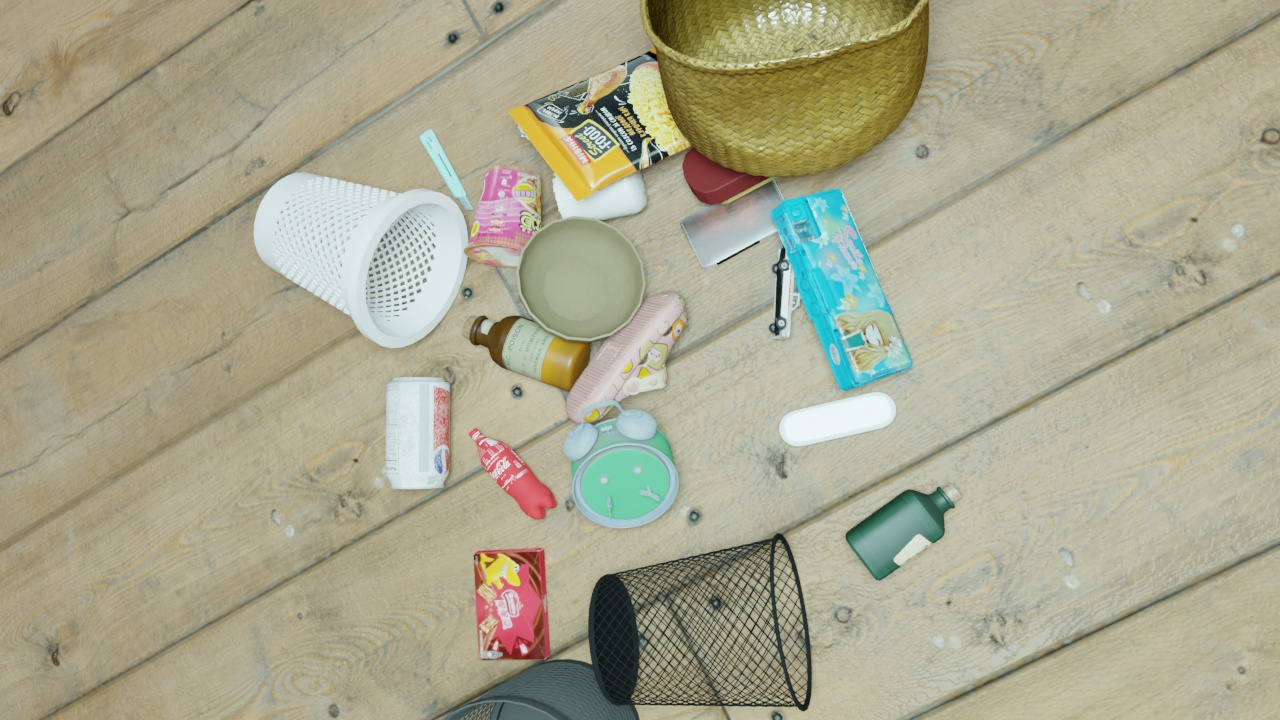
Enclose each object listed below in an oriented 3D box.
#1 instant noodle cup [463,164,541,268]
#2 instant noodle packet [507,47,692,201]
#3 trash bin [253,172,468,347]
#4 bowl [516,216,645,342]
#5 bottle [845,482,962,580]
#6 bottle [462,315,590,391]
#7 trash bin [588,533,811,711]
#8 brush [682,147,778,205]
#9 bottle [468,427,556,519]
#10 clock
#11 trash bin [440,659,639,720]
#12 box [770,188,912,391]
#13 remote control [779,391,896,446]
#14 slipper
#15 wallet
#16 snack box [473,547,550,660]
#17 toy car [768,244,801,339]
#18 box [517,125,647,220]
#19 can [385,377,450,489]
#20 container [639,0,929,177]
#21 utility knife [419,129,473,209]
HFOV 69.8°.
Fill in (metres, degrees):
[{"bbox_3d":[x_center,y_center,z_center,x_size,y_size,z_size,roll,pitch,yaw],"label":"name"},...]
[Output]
[{"bbox_3d":[-0.164,-0.179,1.137,0.098,0.097,0.108,3,80,12],"label":"instant noodle cup"},{"bbox_3d":[-0.022,-0.286,1.089,0.220,0.032,0.160,-29,66,-17],"label":"instant noodle packet"},{"bbox_3d":[-0.354,-0.141,1.135,0.200,0.195,0.195,22,91,22],"label":"trash bin"},{"bbox_3d":[-0.074,-0.092,1.096,0.152,0.050,0.152,2,78,-11],"label":"bowl"},{"bbox_3d":[0.299,0.183,1.026,0.131,0.061,0.061,-38,82,7],"label":"bottle"},{"bbox_3d":[-0.145,-0.018,1.131,0.157,0.068,0.068,19,90,13],"label":"bottle"},{"bbox_3d":[0.066,0.297,1.017,0.210,0.184,0.184,-11,84,17],"label":"trash bin"},{"bbox_3d":[0.137,-0.244,1.086,0.173,0.042,0.082,-27,53,9],"label":"brush"},{"bbox_3d":[-0.162,0.138,1.138,0.141,0.042,0.042,45,96,11],"label":"bottle"},{"bbox_3d":[-0.025,0.117,1.055,0.122,0.075,0.162,-17,121,3],"label":"clock"},{"bbox_3d":[-0.112,0.453,1.012,0.218,0.227,0.217,-1,86,12],"label":"trash bin"},{"bbox_3d":[0.231,-0.084,1.049,0.094,0.041,0.226,-16,81,-27],"label":"box"},{"bbox_3d":[0.230,0.069,1.073,0.137,0.013,0.043,-14,84,11],"label":"remote control"},{"bbox_3d":[-0.007,0.006,1.099,0.081,0.093,0.197,42,85,-25],"label":"slipper"},{"bbox_3d":[0.116,-0.168,1.109,0.123,0.019,0.072,-28,81,9],"label":"wallet"},{"bbox_3d":[-0.160,0.302,1.137,0.089,0.021,0.133,-5,85,12],"label":"snack box"},{"bbox_3d":[0.176,-0.081,1.083,0.039,0.039,0.113,3,87,-8],"label":"toy car"},{"bbox_3d":[-0.072,-0.237,1.123,0.140,0.083,0.141,-12,95,12],"label":"box"},{"bbox_3d":[-0.278,0.090,1.148,0.078,0.078,0.136,-1,86,12],"label":"can"},{"bbox_3d":[0.161,-0.354,0.986,0.307,0.197,0.306,-6,60,9],"label":"container"},{"bbox_3d":[-0.252,-0.246,1.197,0.022,0.015,0.126,-27,81,-23],"label":"utility knife"}]
